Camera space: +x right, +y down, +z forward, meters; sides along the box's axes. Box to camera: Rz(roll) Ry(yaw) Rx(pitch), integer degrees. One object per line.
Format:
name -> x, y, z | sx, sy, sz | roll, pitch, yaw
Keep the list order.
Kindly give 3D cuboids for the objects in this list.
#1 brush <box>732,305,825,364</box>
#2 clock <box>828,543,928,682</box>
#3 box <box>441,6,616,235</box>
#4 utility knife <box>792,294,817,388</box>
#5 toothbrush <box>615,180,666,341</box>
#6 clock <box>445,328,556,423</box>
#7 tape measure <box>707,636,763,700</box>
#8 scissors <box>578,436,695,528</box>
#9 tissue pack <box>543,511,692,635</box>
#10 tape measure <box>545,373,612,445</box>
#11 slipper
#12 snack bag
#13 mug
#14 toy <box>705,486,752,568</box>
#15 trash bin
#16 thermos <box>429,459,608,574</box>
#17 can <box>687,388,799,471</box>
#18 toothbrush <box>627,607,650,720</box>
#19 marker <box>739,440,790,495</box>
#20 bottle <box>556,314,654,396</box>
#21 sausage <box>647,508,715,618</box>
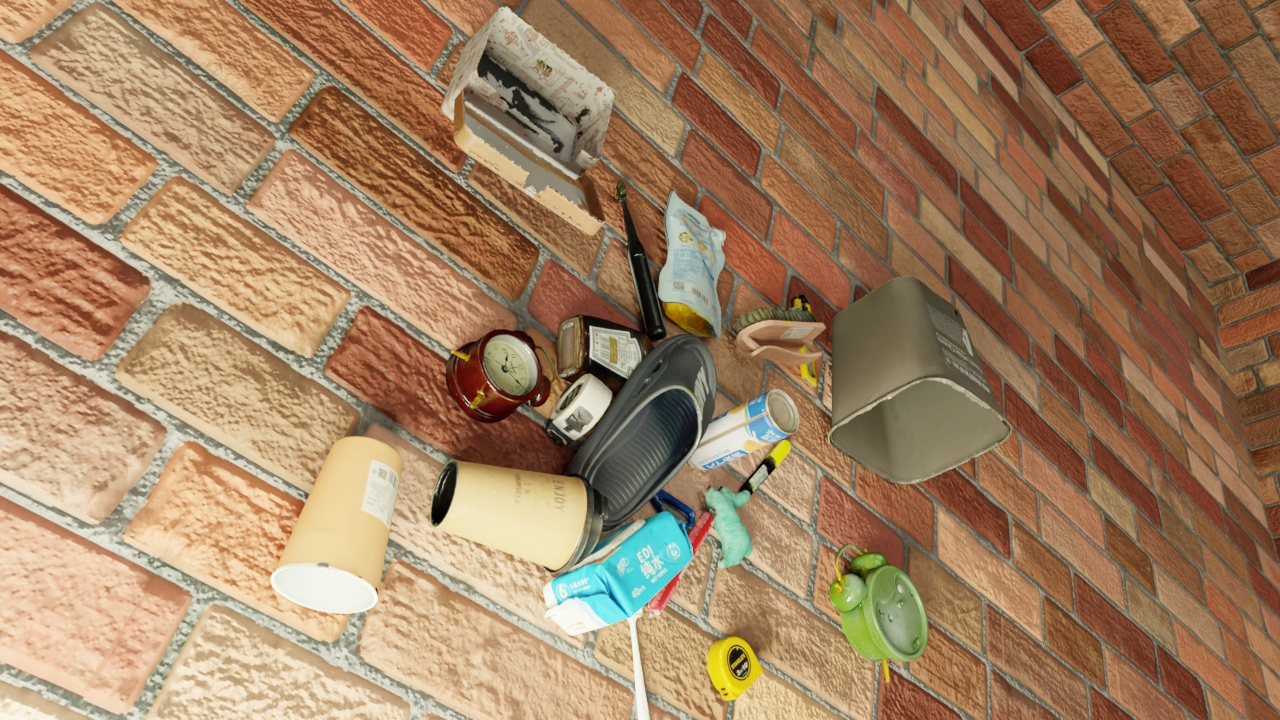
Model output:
brush -> 0.183, -0.030, 1.218 | 0.145, 0.063, 0.073 | 1, 57, -44
clock -> 0.292, 0.302, 1.139 | 0.115, 0.056, 0.161 | -28, 89, -49
box -> -0.123, -0.254, 1.010 | 0.178, 0.107, 0.271 | 31, 37, -29
utility knife -> 0.237, -0.031, 1.308 | 0.033, 0.015, 0.154 | 20, 55, -33
toothbrush -> -0.003, -0.125, 1.116 | 0.026, 0.027, 0.212 | -11, 71, -7
clock -> -0.131, 0.012, 0.889 | 0.121, 0.055, 0.082 | -11, 75, -49
tape measure -> 0.094, 0.318, 0.955 | 0.059, 0.029, 0.057 | -25, 87, -49
scissors -> 0.002, 0.120, 0.992 | 0.176, 0.012, 0.161 | 44, 45, -15
tissue pack -> -0.021, 0.198, 0.864 | 0.139, 0.090, 0.063 | -29, 89, -49
tape measure -> -0.061, 0.047, 0.930 | 0.033, 0.066, 0.065 | 40, 44, -16
slipper -> 0.026, 0.073, 0.955 | 0.267, 0.083, 0.111 | -50, 118, -39
snack bag -> 0.068, -0.124, 1.180 | 0.110, 0.039, 0.190 | 26, 49, -26
mug -> -0.229, 0.124, 0.716 | 0.078, 0.078, 0.122 | 32, 44, -28
toy -> 0.104, 0.182, 1.043 | 0.096, 0.030, 0.092 | -13, 79, -50
trash bin -> 0.378, 0.022, 1.293 | 0.199, 0.199, 0.219 | 31, 43, -29
thermos -> -0.109, 0.134, 0.820 | 0.143, 0.093, 0.092 | 20, 54, -27
can -> 0.110, 0.080, 1.027 | 0.053, 0.135, 0.053 | 24, 52, -34
toothbrush -> 0.003, 0.314, 0.876 | 0.016, 0.016, 0.180 | 13, 59, -37
marker -> 0.153, 0.134, 1.132 | 0.018, 0.015, 0.123 | 55, 44, -4
bottle -> -0.006, 0.006, 1.026 | 0.194, 0.044, 0.079 | 17, 64, -39
sausage -> 0.044, 0.212, 0.969 | 0.020, 0.020, 0.155 | 50, 46, -11
